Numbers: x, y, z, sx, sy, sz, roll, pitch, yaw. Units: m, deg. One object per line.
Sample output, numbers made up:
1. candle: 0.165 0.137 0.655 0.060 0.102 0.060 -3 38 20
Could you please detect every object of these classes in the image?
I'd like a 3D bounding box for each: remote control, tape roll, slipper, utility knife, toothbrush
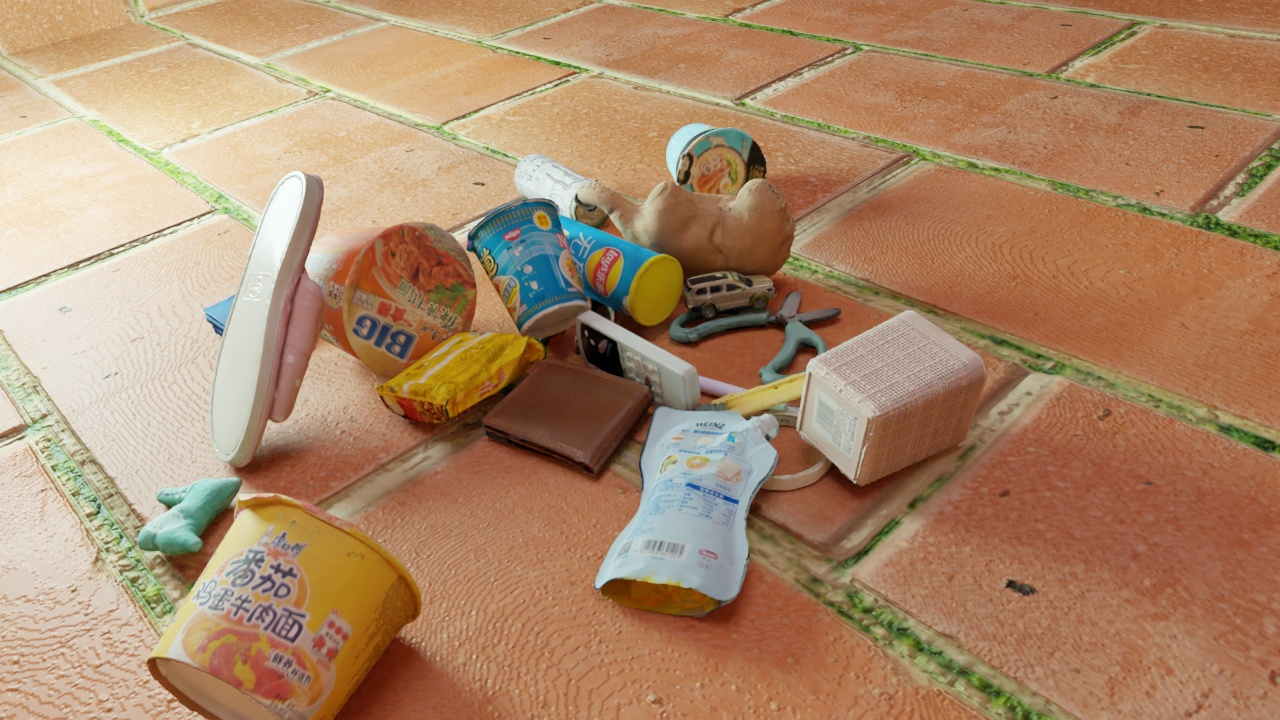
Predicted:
1. remote control: -0.005 0.005 0.821 0.021 0.058 0.150 -32 42 -30
2. tape roll: 0.112 0.072 0.745 0.086 0.014 0.085 -5 35 3
3. slipper: -0.326 -0.038 0.829 0.114 0.054 0.274 -3 74 44
4. utility knife: 0.153 0.014 0.782 0.219 0.022 0.031 -15 45 -11
5. toothbrush: 0.077 0.024 0.812 0.189 0.021 0.029 14 7 26

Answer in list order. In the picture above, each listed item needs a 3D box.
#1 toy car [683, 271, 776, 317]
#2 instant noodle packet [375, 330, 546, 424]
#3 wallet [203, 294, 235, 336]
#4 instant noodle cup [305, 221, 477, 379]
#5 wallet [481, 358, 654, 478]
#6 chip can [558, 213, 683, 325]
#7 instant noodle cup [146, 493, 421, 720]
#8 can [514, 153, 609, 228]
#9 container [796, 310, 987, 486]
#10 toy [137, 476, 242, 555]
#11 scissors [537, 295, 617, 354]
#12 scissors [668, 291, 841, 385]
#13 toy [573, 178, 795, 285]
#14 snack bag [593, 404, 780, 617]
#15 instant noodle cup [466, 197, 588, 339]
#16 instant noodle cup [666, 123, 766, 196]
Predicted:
1. toy car: 0.088 -0.068 0.901 0.090 0.035 0.042 -7 28 -3
2. instant noodle packet: -0.164 0.012 0.840 0.111 0.044 0.128 8 34 39
3. wallet: -0.387 -0.059 0.994 0.106 0.040 0.132 27 46 32
4. instant noodle cup: -0.252 -0.064 0.893 0.112 0.151 0.151 13 39 39
5. wallet: -0.062 0.048 0.796 0.125 0.032 0.101 16 44 30
6. chip can: -0.055 -0.103 0.943 0.071 0.071 0.210 -33 42 -32
7. instant noodle cup: -0.224 0.168 0.570 0.138 0.138 0.109 9 46 21
8. can: -0.097 -0.210 1.140 0.058 0.058 0.147 -26 39 -25
9. container: 0.190 0.031 0.712 0.110 0.090 0.090 -22 45 -26
10. toy: -0.366 0.123 0.741 0.097 0.030 0.091 -1 30 21
11. scissors: -0.070 -0.072 0.978 0.192 0.015 0.207 -27 39 -25
12. scissors: 0.117 -0.019 0.866 0.170 0.019 0.179 -8 32 -3
13. toy: 0.043 -0.131 0.937 0.226 0.144 0.082 3 48 8
14. snack bag: 0.040 0.101 0.686 0.110 0.039 0.190 -6 36 26
15. instant noodle cup: -0.102 -0.082 0.879 0.099 0.099 0.110 -20 76 -19
16. instant noodle cup: 0.082 -0.240 1.120 0.111 0.111 0.120 -12 28 -8
